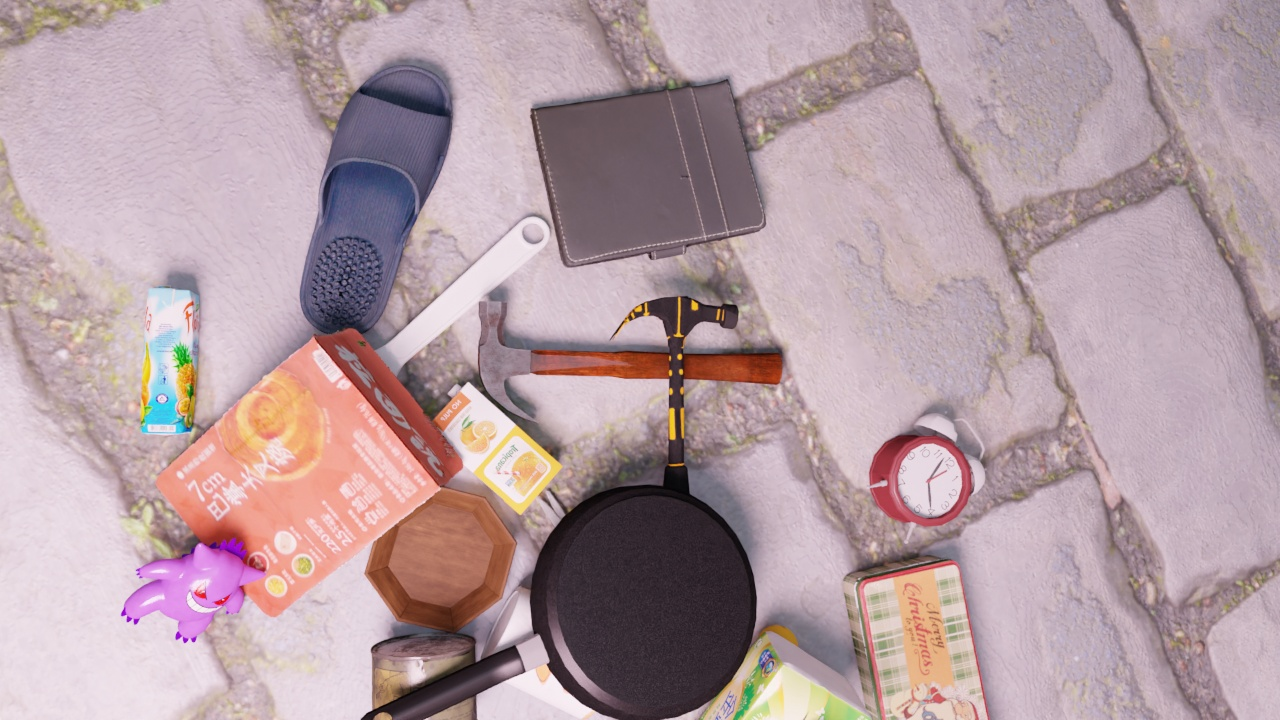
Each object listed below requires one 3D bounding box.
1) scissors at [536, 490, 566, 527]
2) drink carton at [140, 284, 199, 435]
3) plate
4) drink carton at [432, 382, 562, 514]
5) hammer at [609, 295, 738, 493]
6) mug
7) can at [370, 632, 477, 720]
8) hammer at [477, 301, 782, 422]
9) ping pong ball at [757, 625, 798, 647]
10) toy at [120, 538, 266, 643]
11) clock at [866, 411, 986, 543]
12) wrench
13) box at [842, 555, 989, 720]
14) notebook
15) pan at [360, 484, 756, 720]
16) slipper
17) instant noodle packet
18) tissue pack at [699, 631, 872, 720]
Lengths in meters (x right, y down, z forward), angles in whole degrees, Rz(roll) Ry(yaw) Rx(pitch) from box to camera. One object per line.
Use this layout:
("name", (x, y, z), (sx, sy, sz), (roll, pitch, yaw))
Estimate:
("scissors", (-0.052, 0.193, 0.868), (0.126, 0.019, 0.144), (8, 82, -11))
("drink carton", (-0.405, 0.000, 0.791), (0.038, 0.044, 0.129), (2, 87, -13))
("plate", (-0.181, 0.179, 0.836), (0.131, 0.025, 0.131), (1, 85, -12))
("drink carton", (-0.139, 0.079, 0.846), (0.122, 0.040, 0.058), (43, 78, -7))
("hammer", (0.031, 0.099, 0.869), (0.123, 0.036, 0.320), (0, 91, -15))
("mug", (-0.080, 0.262, 0.824), (0.105, 0.082, 0.082), (28, 80, -9))
("can", (-0.187, 0.283, 0.795), (0.089, 0.090, 0.074), (-1, 86, -13))
("hammer", (-0.005, 0.005, 0.885), (0.300, 0.028, 0.111), (2, 92, -15))
("ping pong ball", (0.133, 0.278, 0.892), (0.040, 0.040, 0.040), (1, 85, -13))
("toy", (-0.372, 0.186, 0.770), (0.088, 0.055, 0.106), (-30, 138, 10))
("clock", (0.294, 0.114, 0.937), (0.137, 0.048, 0.096), (-36, 94, -12))
("wrench", (-0.188, -0.042, 0.857), (0.273, 0.018, 0.066), (-44, 95, -13))
("box", (0.278, 0.307, 0.920), (0.117, 0.050, 0.205), (-8, 87, -14))
("notebook", (0.009, -0.184, 0.907), (0.209, 0.029, 0.169), (-12, 87, -10))
("pan", (-0.058, 0.232, 0.771), (0.355, 0.044, 0.204), (-20, 81, -23))
("slipper", (-0.242, -0.151, 0.820), (0.101, 0.082, 0.263), (17, 83, -9))
("instant noodle packet", (-0.290, 0.102, 0.783), (0.221, 0.084, 0.164), (-39, 94, 7))
("tissue pack", (0.111, 0.364, 0.809), (0.120, 0.141, 0.198), (28, 95, -8))
